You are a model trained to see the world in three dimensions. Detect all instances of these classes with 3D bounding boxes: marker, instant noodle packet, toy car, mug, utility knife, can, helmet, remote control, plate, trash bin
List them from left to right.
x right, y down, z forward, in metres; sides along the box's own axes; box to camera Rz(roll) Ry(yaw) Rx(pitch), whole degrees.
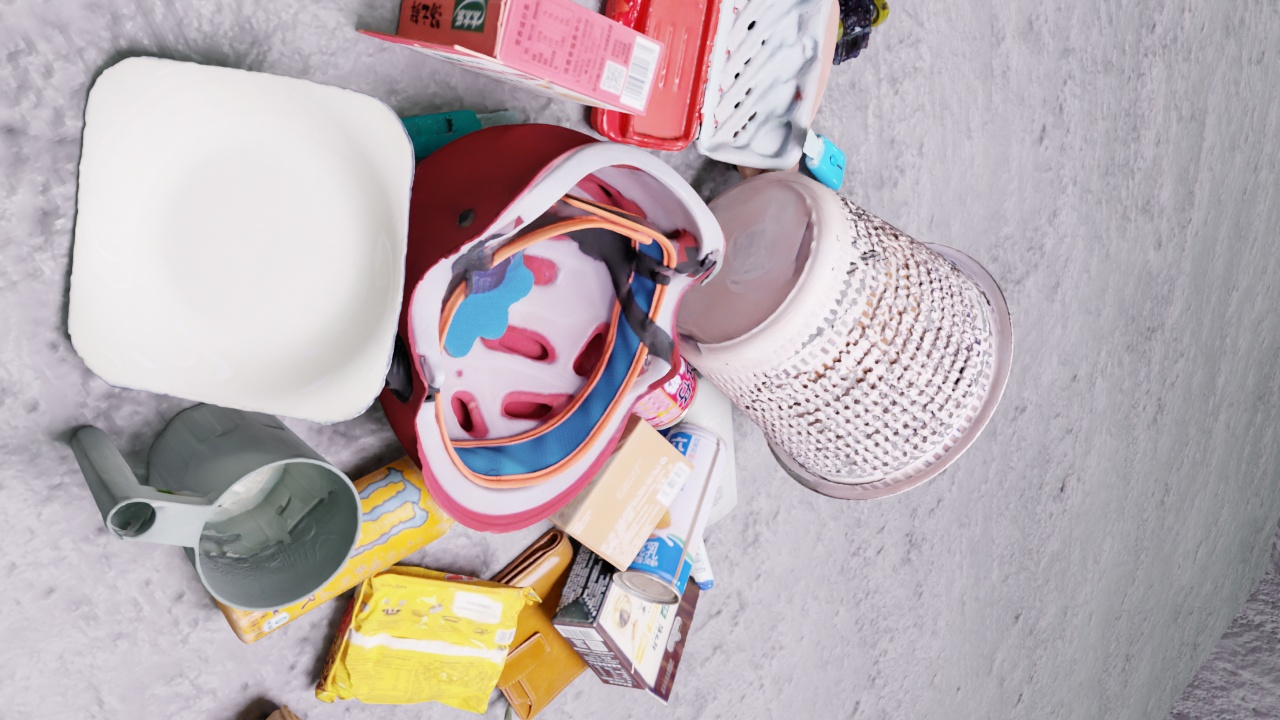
[{"bbox_3d":[-0.224,0.068,0.481,0.123,0.103,0.083,21,93,-44],"label":"mug"},{"bbox_3d":[-0.192,-0.058,0.454,0.034,0.164,0.164,-64,164,-81],"label":"plate"},{"bbox_3d":[-0.187,0.112,0.566,0.145,0.058,0.058,-28,124,-31],"label":"can"},{"bbox_3d":[-0.146,-0.128,0.531,0.177,0.013,0.029,-21,122,-35],"label":"utility knife"},{"bbox_3d":[-0.144,0.191,0.634,0.128,0.044,0.111,18,102,-28],"label":"instant noodle packet"},{"bbox_3d":[-0.077,-0.032,0.549,0.206,0.144,0.240,-5,124,-47],"label":"helmet"},{"bbox_3d":[-0.004,0.004,0.680,0.066,0.066,0.094,-54,134,-11],"label":"can"},{"bbox_3d":[0.026,0.115,0.705,0.053,0.053,0.134,56,45,-41],"label":"can"},{"bbox_3d":[0.037,0.125,0.772,0.016,0.017,0.146,-22,101,-34],"label":"marker"},{"bbox_3d":[0.055,0.077,0.798,0.058,0.021,0.150,-25,123,-33],"label":"remote control"},{"bbox_3d":[0.130,-0.031,0.687,0.192,0.228,0.227,30,86,-39],"label":"trash bin"},{"bbox_3d":[0.140,-0.156,0.709,0.207,0.018,0.034,-17,120,-71],"label":"utility knife"},{"bbox_3d":[0.154,-0.310,0.706,0.070,0.042,0.158,-29,126,-31],"label":"toy car"}]

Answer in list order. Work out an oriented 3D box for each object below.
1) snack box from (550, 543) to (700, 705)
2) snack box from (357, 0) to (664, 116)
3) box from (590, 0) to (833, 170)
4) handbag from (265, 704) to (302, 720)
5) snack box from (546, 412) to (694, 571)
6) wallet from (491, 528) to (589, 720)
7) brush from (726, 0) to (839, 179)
[{"bbox_3d":[-0.007,0.194,0.739,0.126,0.053,0.113,63,37,-39],"label":"snack box"},{"bbox_3d":[-0.071,-0.179,0.506,0.127,0.113,0.044,7,104,-44],"label":"snack box"},{"bbox_3d":[0.054,-0.238,0.617,0.160,0.050,0.201,6,104,-18],"label":"box"},{"bbox_3d":[-0.195,0.325,0.586,0.099,0.148,0.205,-41,126,-25],"label":"handbag"},{"bbox_3d":[-0.034,0.081,0.666,0.092,0.094,0.077,-55,135,-10],"label":"snack box"},{"bbox_3d":[-0.084,0.216,0.727,0.118,0.035,0.131,-40,128,-27],"label":"wallet"},{"bbox_3d":[0.102,-0.202,0.685,0.063,0.073,0.146,-5,113,-42],"label":"brush"}]
